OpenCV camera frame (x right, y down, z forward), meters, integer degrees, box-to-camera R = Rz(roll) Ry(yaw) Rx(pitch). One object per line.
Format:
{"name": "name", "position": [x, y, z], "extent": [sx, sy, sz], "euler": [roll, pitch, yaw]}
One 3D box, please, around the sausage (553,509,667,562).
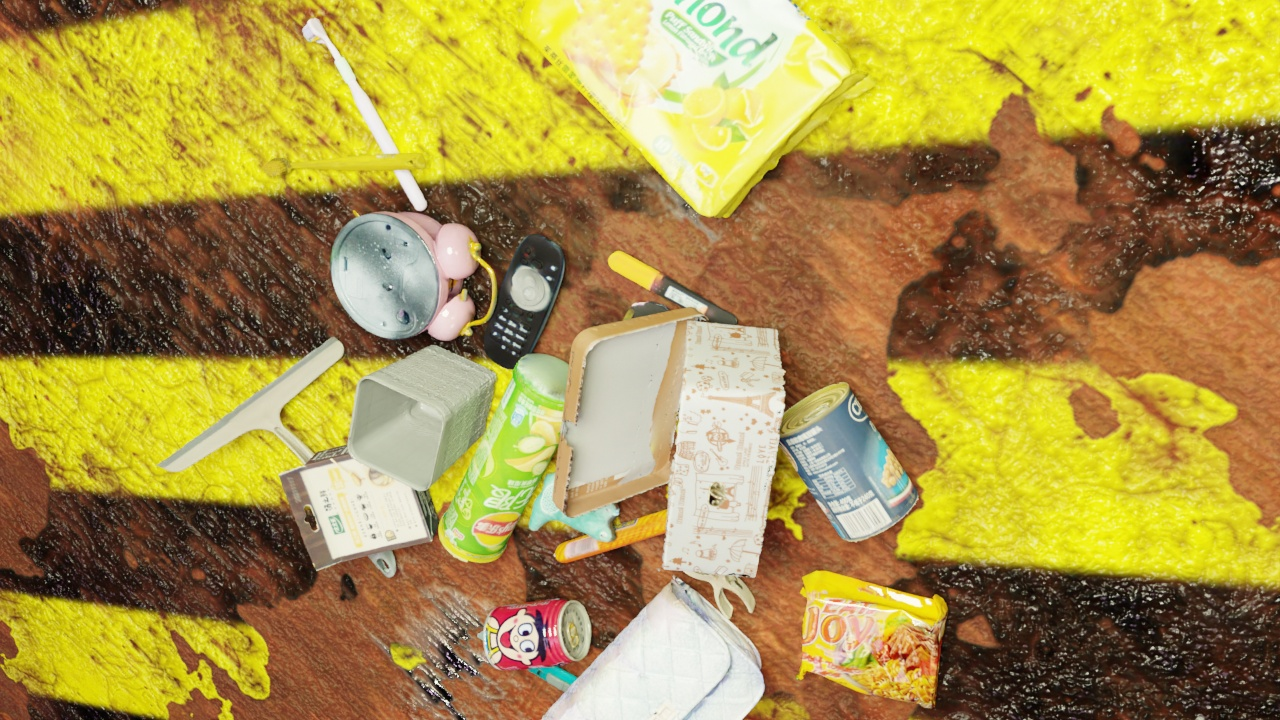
{"name": "sausage", "position": [-0.020, 0.170, 0.889], "extent": [0.165, 0.021, 0.021], "euler": [-22, 100, 27]}

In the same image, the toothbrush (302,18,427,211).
{"name": "toothbrush", "position": [-0.247, -0.219, 0.831], "extent": [0.021, 0.029, 0.189], "euler": [-32, 99, -10]}

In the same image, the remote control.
{"name": "remote control", "position": [-0.104, -0.053, 0.836], "extent": [0.053, 0.024, 0.137], "euler": [32, 117, 11]}

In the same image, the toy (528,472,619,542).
{"name": "toy", "position": [-0.057, 0.137, 0.885], "extent": [0.092, 0.030, 0.096], "euler": [24, 98, 20]}

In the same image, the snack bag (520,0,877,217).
{"name": "snack bag", "position": [0.033, -0.237, 0.688], "extent": [0.246, 0.068, 0.158], "euler": [45, 119, 0]}

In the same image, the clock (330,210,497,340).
{"name": "clock", "position": [-0.204, -0.078, 0.846], "extent": [0.158, 0.059, 0.117], "euler": [17, 114, 17]}

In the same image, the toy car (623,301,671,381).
{"name": "toy car", "position": [-0.005, 0.005, 0.814], "extent": [0.056, 0.037, 0.122], "euler": [27, 105, 3]}

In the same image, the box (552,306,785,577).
{"name": "box", "position": [0.015, 0.057, 0.753], "extent": [0.178, 0.152, 0.183], "euler": [5, 118, 0]}

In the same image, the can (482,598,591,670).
{"name": "can", "position": [-0.105, 0.280, 0.939], "extent": [0.094, 0.066, 0.066], "euler": [-14, 104, 25]}

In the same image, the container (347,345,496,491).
{"name": "container", "position": [-0.199, 0.048, 0.860], "extent": [0.090, 0.114, 0.090], "euler": [24, 116, 12]}

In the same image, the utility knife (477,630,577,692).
{"name": "utility knife", "position": [-0.087, 0.344, 0.986], "extent": [0.207, 0.013, 0.029], "euler": [27, 117, 10]}

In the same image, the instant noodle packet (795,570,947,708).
{"name": "instant noodle packet", "position": [0.204, 0.251, 0.822], "extent": [0.128, 0.044, 0.111], "euler": [8, 108, 19]}

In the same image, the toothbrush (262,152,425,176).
{"name": "toothbrush", "position": [-0.277, -0.180, 0.846], "extent": [0.190, 0.016, 0.016], "euler": [5, 118, 27]}

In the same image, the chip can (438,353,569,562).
{"name": "chip can", "position": [-0.123, 0.094, 0.872], "extent": [0.072, 0.072, 0.222], "euler": [33, 118, 7]}

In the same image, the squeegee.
{"name": "squeegee", "position": [-0.341, 0.134, 0.992], "extent": [0.247, 0.039, 0.246], "euler": [-34, 102, 10]}

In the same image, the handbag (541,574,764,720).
{"name": "handbag", "position": [0.017, 0.317, 0.865], "extent": [0.134, 0.075, 0.194], "euler": [42, 94, 2]}

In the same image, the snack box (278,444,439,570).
{"name": "snack box", "position": [-0.286, 0.143, 0.945], "extent": [0.126, 0.053, 0.113], "euler": [-13, 105, 5]}

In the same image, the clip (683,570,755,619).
{"name": "clip", "position": [0.059, 0.198, 0.865], "extent": [0.084, 0.034, 0.105], "euler": [-6, 115, 20]}

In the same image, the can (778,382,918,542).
{"name": "can", "position": [0.168, 0.084, 0.754], "extent": [0.075, 0.075, 0.111], "euler": [-31, 97, 28]}

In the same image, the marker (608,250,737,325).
{"name": "marker", "position": [0.028, -0.060, 0.788], "extent": [0.124, 0.015, 0.018], "euler": [30, 119, 6]}
